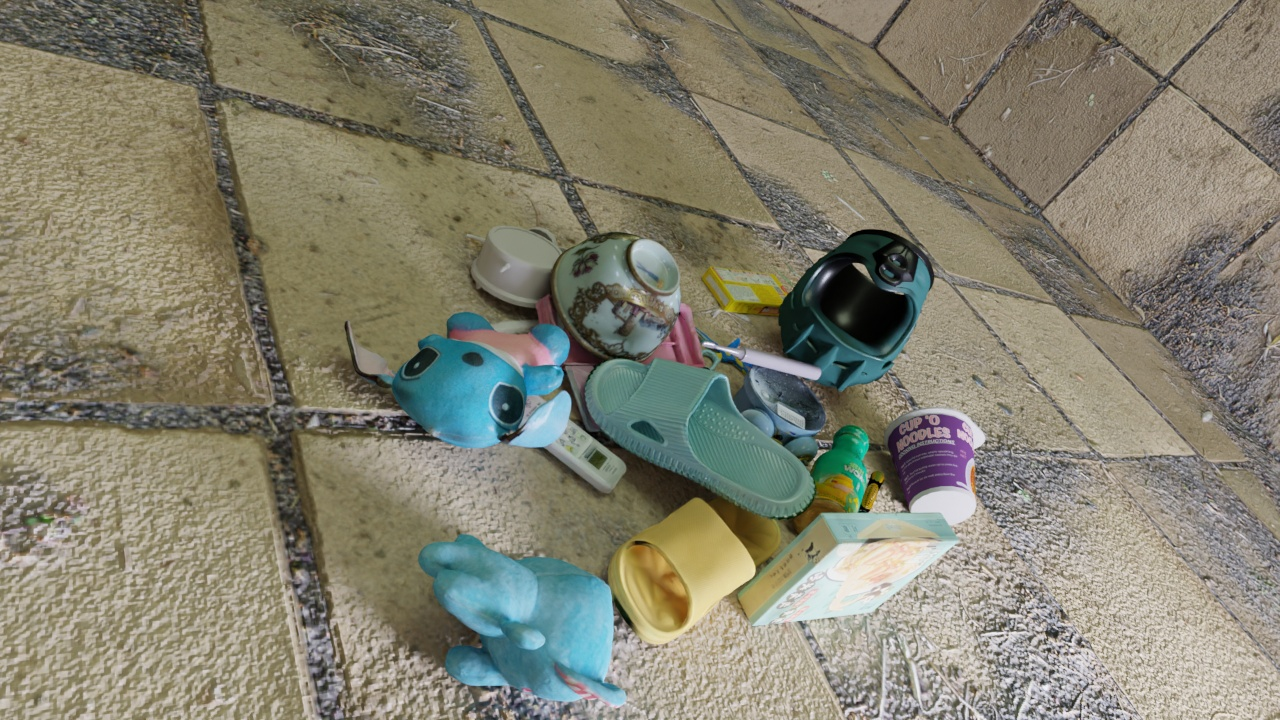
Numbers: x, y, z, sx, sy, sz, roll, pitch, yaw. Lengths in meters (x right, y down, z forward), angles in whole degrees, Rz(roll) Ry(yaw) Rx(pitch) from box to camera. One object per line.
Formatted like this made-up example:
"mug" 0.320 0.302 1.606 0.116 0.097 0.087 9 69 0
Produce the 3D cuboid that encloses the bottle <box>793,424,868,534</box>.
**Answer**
"bottle" 0.240 0.143 1.114 0.068 0.068 0.209 38 32 3

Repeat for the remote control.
"remote control" -0.076 0.084 0.934 0.133 0.022 0.050 38 32 2

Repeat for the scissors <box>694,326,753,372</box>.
"scissors" 0.115 -0.004 1.241 0.125 0.013 0.126 41 30 5

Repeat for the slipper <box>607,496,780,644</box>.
"slipper" 0.067 0.181 0.895 0.099 0.079 0.262 48 32 19

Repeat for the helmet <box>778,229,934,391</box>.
"helmet" 0.287 -0.057 1.261 0.176 0.200 0.275 36 -7 5

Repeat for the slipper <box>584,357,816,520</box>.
"slipper" 0.059 0.068 0.949 0.276 0.070 0.115 30 51 19

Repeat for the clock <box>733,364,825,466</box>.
"clock" 0.171 0.071 1.149 0.118 0.060 0.161 29 33 -12

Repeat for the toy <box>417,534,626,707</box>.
"toy" -0.098 0.199 0.693 0.180 0.115 0.183 33 5 -40

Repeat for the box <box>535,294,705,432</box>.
"box" -0.007 0.007 1.089 0.232 0.040 0.179 3 62 -42

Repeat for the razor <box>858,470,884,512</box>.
"razor" 0.288 0.177 1.160 0.044 0.021 0.143 24 31 15

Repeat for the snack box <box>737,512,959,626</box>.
"snack box" 0.212 0.209 0.933 0.193 0.142 0.044 7 43 -38

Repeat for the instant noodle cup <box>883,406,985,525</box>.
"instant noodle cup" 0.401 0.148 1.222 0.137 0.122 0.121 5 47 1

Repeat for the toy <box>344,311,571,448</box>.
"toy" -0.166 0.009 0.885 0.224 0.099 0.191 18 28 6

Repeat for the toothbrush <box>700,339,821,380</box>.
"toothbrush" 0.152 -0.002 1.155 0.187 0.018 0.019 14 31 -31

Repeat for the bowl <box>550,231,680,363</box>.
"bowl" -0.011 -0.085 1.044 0.159 0.094 0.159 22 52 -31

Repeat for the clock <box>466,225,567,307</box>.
"clock" -0.128 -0.112 1.096 0.158 0.061 0.120 -5 40 -45

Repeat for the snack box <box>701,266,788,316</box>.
"snack box" 0.169 -0.104 1.404 0.152 0.025 0.075 1 46 -42

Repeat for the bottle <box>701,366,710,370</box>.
"bottle" 0.048 0.037 1.067 0.033 0.033 0.122 43 39 10
